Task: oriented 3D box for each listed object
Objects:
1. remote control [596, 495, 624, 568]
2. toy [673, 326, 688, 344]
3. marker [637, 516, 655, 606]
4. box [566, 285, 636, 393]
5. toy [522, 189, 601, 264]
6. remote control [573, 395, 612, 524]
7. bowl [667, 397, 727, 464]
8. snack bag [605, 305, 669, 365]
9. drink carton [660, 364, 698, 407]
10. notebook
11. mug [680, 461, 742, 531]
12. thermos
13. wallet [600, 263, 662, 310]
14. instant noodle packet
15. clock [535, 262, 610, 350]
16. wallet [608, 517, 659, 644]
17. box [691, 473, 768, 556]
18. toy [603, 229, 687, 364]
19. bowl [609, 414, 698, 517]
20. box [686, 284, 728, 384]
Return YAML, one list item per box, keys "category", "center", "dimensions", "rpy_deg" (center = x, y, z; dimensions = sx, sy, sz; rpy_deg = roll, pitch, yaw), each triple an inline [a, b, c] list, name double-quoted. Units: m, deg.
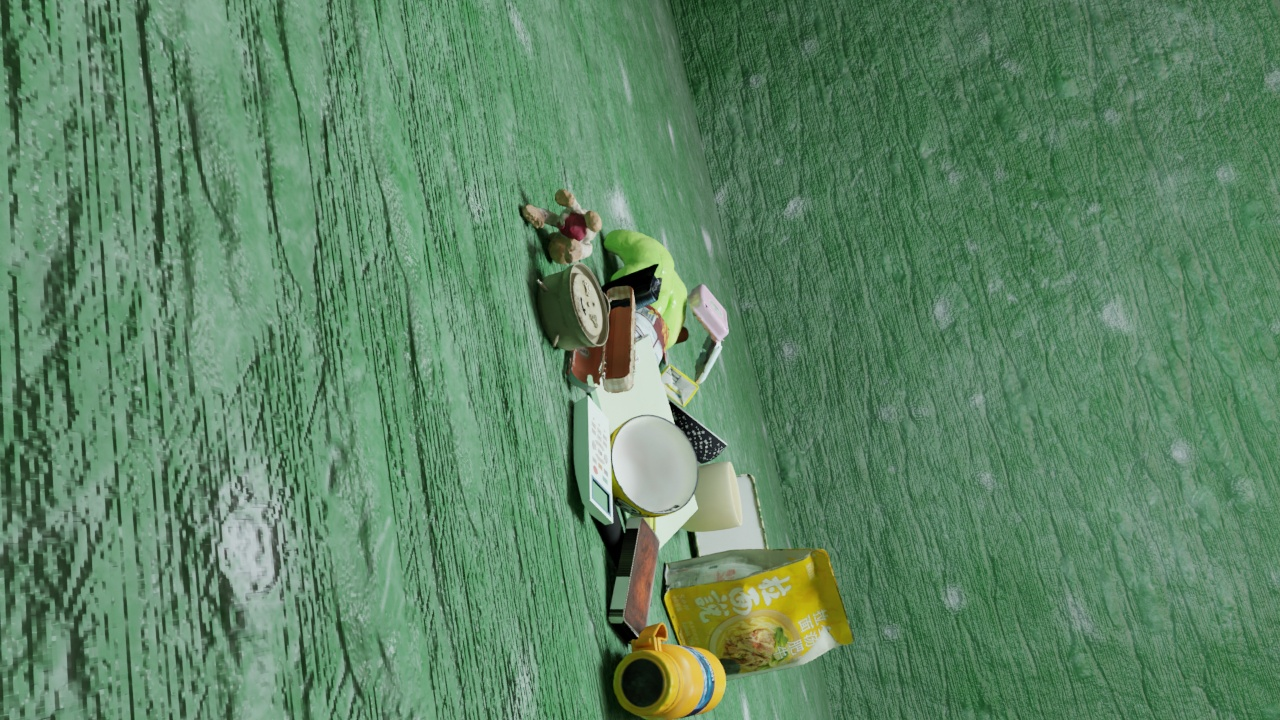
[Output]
- category: "remote control"
  center: [-0.024, 0.200, 1.019]
  dimensions: [0.041, 0.020, 0.152]
  rpy_deg: [-84, 159, -56]
- category: "toy"
  center: [0.038, -0.088, 1.534]
  dimensions: [0.095, 0.065, 0.127]
  rpy_deg: [144, -69, -85]
- category: "marker"
  center: [0.007, 0.229, 1.088]
  dimensions: [0.018, 0.021, 0.123]
  rpy_deg: [122, -29, -65]
- category: "box"
  center: [-0.044, -0.029, 1.073]
  dimensions: [0.186, 0.082, 0.042]
  rpy_deg: [-91, 173, -52]
- category: "toy"
  center: [-0.089, -0.144, 1.039]
  dimensions: [0.085, 0.074, 0.106]
  rpy_deg: [35, -13, 4]
- category: "remote control"
  center: [-0.053, 0.104, 0.975]
  dimensions: [0.049, 0.024, 0.143]
  rpy_deg: [53, 24, -42]
- category: "bowl"
  center: [0.061, 0.114, 1.361]
  dimensions: [0.120, 0.066, 0.120]
  rpy_deg: [38, -1, 1]
- category: "snack bag"
  center: [-0.007, 0.007, 1.223]
  dimensions: [0.207, 0.067, 0.139]
  rpy_deg: [-77, 151, -54]
- category: "drink carton"
  center: [0.055, 0.039, 1.407]
  dimensions: [0.058, 0.043, 0.134]
  rpy_deg: [37, -1, 4]
- category: "notebook"
  center: [0.005, 0.107, 1.162]
  dimensions: [0.181, 0.010, 0.252]
  rpy_deg: [-31, 108, -61]
- category: "mug"
  center: [0.095, 0.210, 1.362]
  dimensions: [0.120, 0.100, 0.096]
  rpy_deg: [63, 19, -53]
- category: "thermos"
  center: [0.028, 0.337, 0.983]
  dimensions: [0.091, 0.076, 0.232]
  rpy_deg: [52, 2, 24]
- category: "wallet"
  center: [-0.017, -0.087, 1.218]
  dimensions: [0.114, 0.089, 0.026]
  rpy_deg: [-73, 141, -66]
- category: "instant noodle packet"
  center: [0.156, 0.332, 1.212]
  dimensions: [0.084, 0.222, 0.163]
  rpy_deg: [-70, 143, -64]
- category: "clock"
  center: [-0.071, -0.057, 1.017]
  dimensions: [0.140, 0.055, 0.093]
  rpy_deg: [-14, 90, -71]
- category: "wallet"
  center: [-0.004, 0.240, 1.001]
  dimensions: [0.072, 0.019, 0.122]
  rpy_deg: [63, 30, -46]
- category: "box"
  center: [0.142, 0.287, 1.447]
  dimensions: [0.051, 0.117, 0.205]
  rpy_deg: [91, -11, -69]
- category: "toy"
  center: [0.019, -0.104, 1.387]
  dimensions: [0.197, 0.107, 0.150]
  rpy_deg: [46, 29, -52]
- category: "bowl"
  center: [0.001, 0.127, 1.056]
  dimensions: [0.117, 0.068, 0.117]
  rpy_deg: [13, 64, -29]
- category: "box"
  center: [0.113, -0.049, 1.482]
  dimensions: [0.201, 0.077, 0.146]
  rpy_deg: [-71, 153, -77]
